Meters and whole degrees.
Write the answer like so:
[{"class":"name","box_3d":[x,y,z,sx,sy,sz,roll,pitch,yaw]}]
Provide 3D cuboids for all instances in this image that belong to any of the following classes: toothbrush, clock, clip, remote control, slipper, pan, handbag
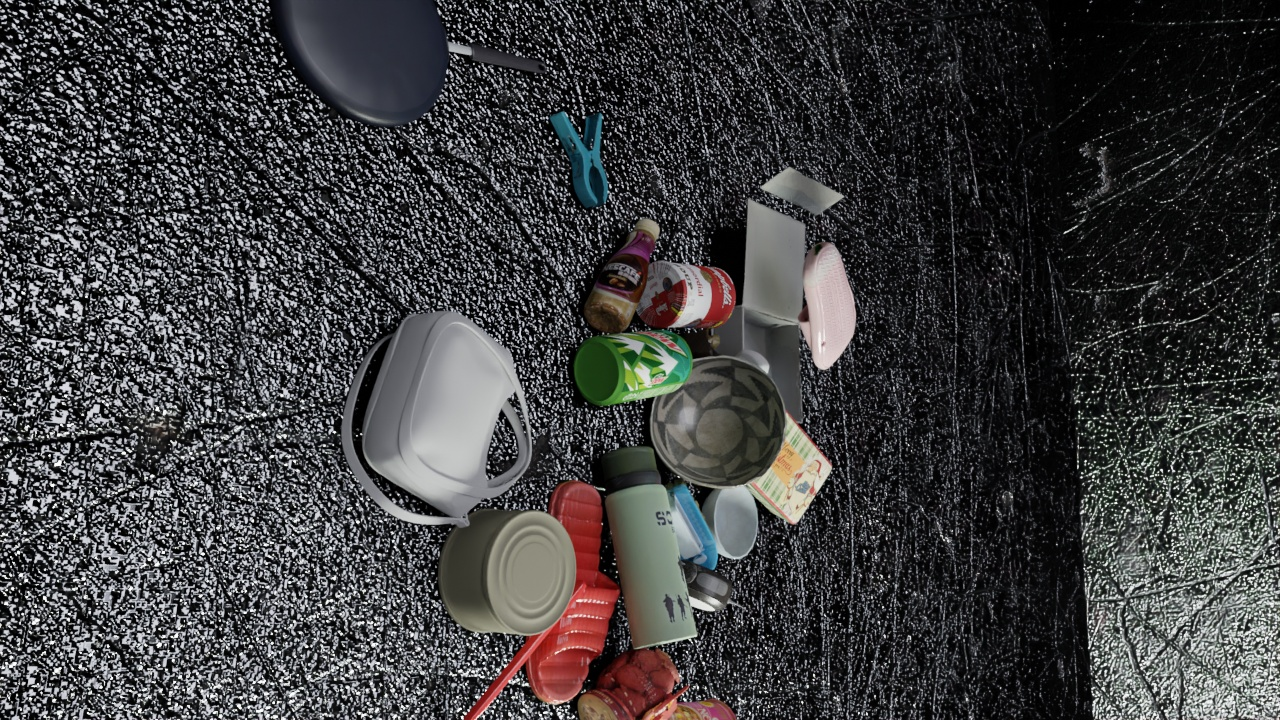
[{"class":"toothbrush","box_3d":[-0.124,0.314,0.949,0.212,0.012,0.018,-48,121,-24]},{"class":"clock","box_3d":[0.065,0.286,1.164,0.122,0.091,0.043,32,68,-24]},{"class":"clip","box_3d":[-0.075,-0.250,1.140,0.102,0.027,0.119,-19,98,-47]},{"class":"remote control","box_3d":[0.134,0.039,1.272,0.028,0.060,0.114,4,117,-56]},{"class":"slipper","box_3d":[0.267,-0.076,1.341,0.106,0.056,0.222,-49,139,-28]},{"class":"pan","box_3d":[-0.224,-0.342,0.982,0.355,0.021,0.198,-8,90,-51]},{"class":"slipper","box_3d":[-0.068,0.258,1.034,0.103,0.059,0.248,25,63,-45]},{"class":"handbag","box_3d":[-0.185,0.074,0.934,0.222,0.096,0.215,45,51,-52]}]

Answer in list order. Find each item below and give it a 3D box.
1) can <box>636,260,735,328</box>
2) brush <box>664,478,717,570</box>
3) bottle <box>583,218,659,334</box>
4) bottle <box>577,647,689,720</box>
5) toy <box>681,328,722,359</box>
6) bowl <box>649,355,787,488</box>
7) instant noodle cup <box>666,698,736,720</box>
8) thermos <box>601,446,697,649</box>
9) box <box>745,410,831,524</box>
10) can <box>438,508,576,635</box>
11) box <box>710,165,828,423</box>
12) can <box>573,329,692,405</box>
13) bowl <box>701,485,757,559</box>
[{"class":"can","box_3d":[0.059,-0.085,1.222,0.116,0.087,0.086,-1,85,-51]},{"class":"brush","box_3d":[0.061,0.224,1.178,0.136,0.055,0.075,62,11,-22]},{"class":"bottle","box_3d":[-0.016,-0.112,1.157,0.059,0.060,0.165,49,50,-33]},{"class":"bottle","box_3d":[-0.005,0.391,1.059,0.110,0.099,0.099,-25,103,-44]},{"class":"toy","box_3d":[0.090,-0.006,1.270,0.062,0.076,0.100,-50,151,-11]},{"class":"bowl","box_3d":[0.102,0.088,1.213,0.081,0.178,0.178,80,17,-71]},{"class":"instant noodle cup","box_3d":[0.051,0.460,1.121,0.108,0.098,0.097,24,66,-38]},{"class":"thermos","box_3d":[0.003,0.217,1.085,0.082,0.083,0.231,9,62,-49]},{"class":"box","box_3d":[0.202,0.152,1.335,0.117,0.051,0.205,-57,137,-13]},{"class":"can","box_3d":[-0.135,0.217,0.948,0.127,0.073,0.127,11,75,-49]},{"class":"box","box_3d":[0.191,-0.086,1.372,0.165,0.099,0.368,10,82,-49]},{"class":"can","box_3d":[-0.007,0.007,1.130,0.143,0.083,0.083,-8,90,-50]},{"class":"bowl","box_3d":[0.118,0.222,1.277,0.106,0.039,0.106,11,75,-49]}]
